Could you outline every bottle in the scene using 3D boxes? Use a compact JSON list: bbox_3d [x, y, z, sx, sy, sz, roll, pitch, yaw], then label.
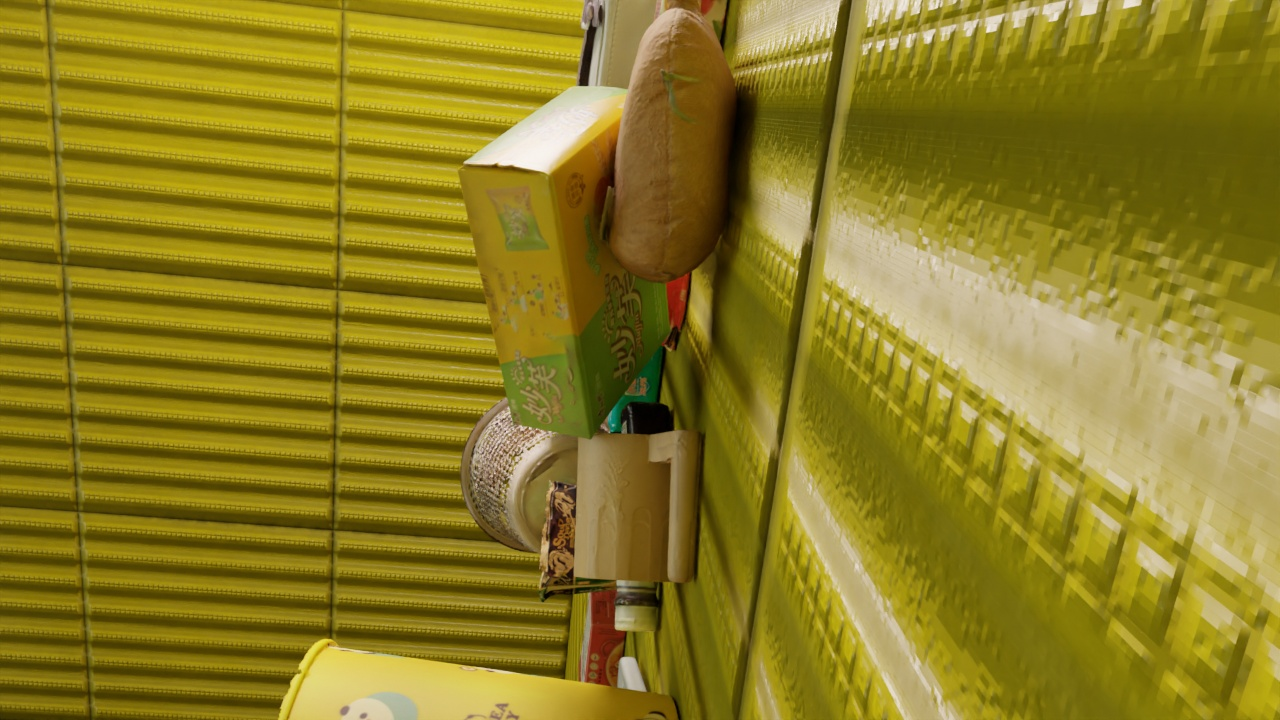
[{"bbox_3d":[0.000,0.137,0.808,0.080,0.044,0.194,109,165,-72],"label":"bottle"}]

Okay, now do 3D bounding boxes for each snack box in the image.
[{"bbox_3d":[-0.047,0.354,1.131,0.113,0.044,0.127,-105,21,-74],"label":"snack box"},{"bbox_3d":[-0.044,-0.072,0.668,0.157,0.070,0.210,-53,-35,-48],"label":"snack box"},{"bbox_3d":[-0.050,0.195,0.975,0.118,0.105,0.118,101,174,-68],"label":"snack box"}]

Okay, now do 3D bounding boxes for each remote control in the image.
[{"bbox_3d":[-0.007,0.314,0.837,0.136,0.020,0.056,150,124,-84],"label":"remote control"}]

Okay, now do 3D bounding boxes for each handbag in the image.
[{"bbox_3d":[-0.017,-0.270,0.894,0.145,0.098,0.197,-111,28,-70],"label":"handbag"}]

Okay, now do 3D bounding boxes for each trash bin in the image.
[{"bbox_3d":[-0.109,0.318,0.632,0.229,0.255,0.229,-178,92,-86],"label":"trash bin"},{"bbox_3d":[-0.102,0.154,1.149,0.192,0.227,0.227,-165,80,-73],"label":"trash bin"}]

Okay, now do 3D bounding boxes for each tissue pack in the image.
[{"bbox_3d":[-0.006,0.006,0.962,0.093,0.050,0.134,-95,11,-70],"label":"tissue pack"}]

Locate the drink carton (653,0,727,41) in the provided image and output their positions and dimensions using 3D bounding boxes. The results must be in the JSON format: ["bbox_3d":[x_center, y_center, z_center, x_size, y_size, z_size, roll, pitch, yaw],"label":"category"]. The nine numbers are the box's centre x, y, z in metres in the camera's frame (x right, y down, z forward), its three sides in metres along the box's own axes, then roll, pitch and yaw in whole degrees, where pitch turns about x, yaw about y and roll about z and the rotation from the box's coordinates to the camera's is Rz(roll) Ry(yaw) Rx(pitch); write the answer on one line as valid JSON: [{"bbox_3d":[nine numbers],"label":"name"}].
[{"bbox_3d":[0.040,-0.278,0.704,0.045,0.053,0.123,-108,23,-68],"label":"drink carton"}]

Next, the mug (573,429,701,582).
[{"bbox_3d":[0.003,0.107,0.668,0.125,0.084,0.103,-15,69,57],"label":"mug"}]

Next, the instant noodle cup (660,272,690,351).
[{"bbox_3d":[-0.016,-0.083,0.835,0.138,0.108,0.138,-177,92,-86],"label":"instant noodle cup"}]

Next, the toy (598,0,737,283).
[{"bbox_3d":[0.024,-0.163,0.602,0.143,0.082,0.226,-109,25,-87],"label":"toy"}]
